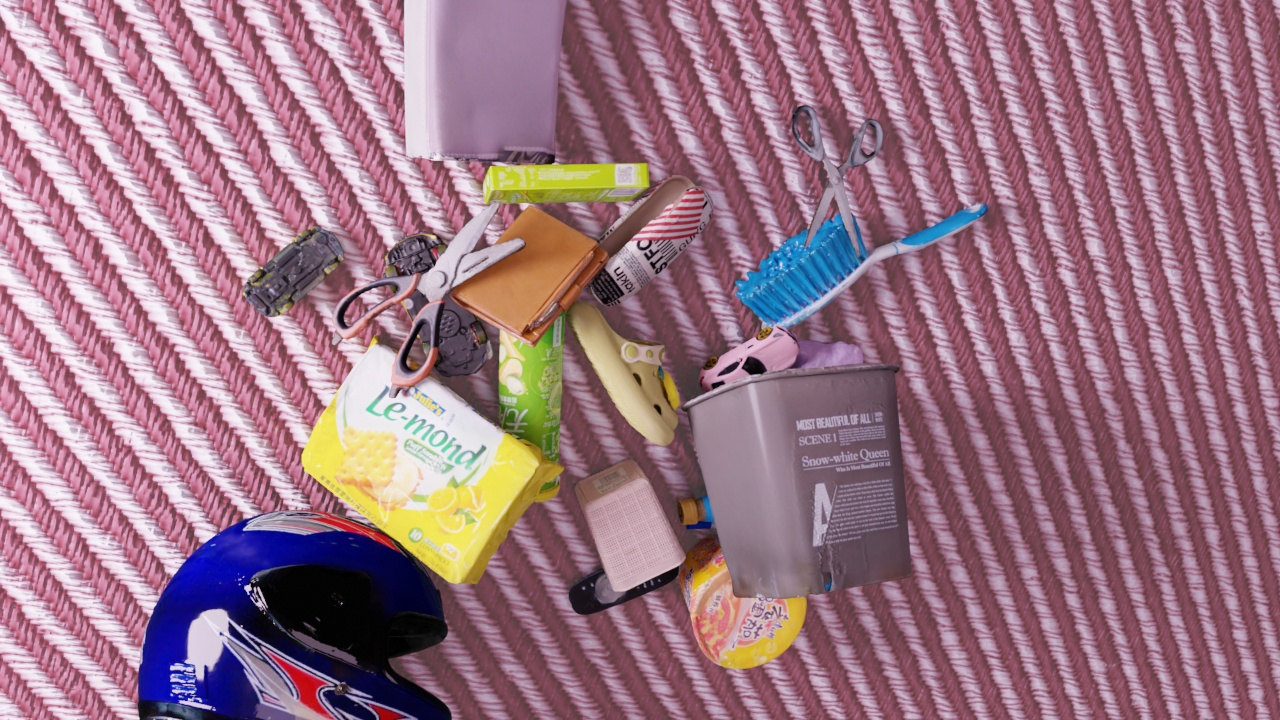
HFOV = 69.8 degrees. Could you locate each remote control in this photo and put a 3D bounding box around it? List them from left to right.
[{"bbox_3d":[-0.020,0.262,1.094,0.136,0.024,0.053,-19,111,-7],"label":"remote control"}]

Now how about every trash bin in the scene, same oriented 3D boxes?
[{"bbox_3d":[0.172,0.129,0.968,0.198,0.199,0.219,-4,78,-22],"label":"trash bin"}]

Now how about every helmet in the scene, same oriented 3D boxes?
[{"bbox_3d":[-0.311,0.280,0.907,0.315,0.248,0.239,26,54,-14],"label":"helmet"}]

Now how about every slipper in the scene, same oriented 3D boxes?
[{"bbox_3d":[-0.006,0.006,0.994,0.081,0.091,0.190,-35,107,-5],"label":"slipper"}]

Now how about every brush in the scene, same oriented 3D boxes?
[{"bbox_3d":[0.255,-0.127,1.044,0.314,0.060,0.109,-36,116,-4],"label":"brush"}]

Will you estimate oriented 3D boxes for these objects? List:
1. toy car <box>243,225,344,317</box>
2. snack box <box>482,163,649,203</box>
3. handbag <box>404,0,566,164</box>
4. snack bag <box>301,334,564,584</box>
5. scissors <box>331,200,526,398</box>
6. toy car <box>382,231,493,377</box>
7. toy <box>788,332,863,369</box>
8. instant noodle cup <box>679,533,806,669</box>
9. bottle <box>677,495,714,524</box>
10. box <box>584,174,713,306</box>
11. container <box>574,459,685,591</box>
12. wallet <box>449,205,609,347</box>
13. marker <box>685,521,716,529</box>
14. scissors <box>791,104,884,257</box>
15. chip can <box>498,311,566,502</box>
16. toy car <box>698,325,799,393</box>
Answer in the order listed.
[{"bbox_3d":[-0.343,-0.088,0.909,0.105,0.032,0.048,-45,111,-11],"label":"toy car"},{"bbox_3d":[-0.077,-0.177,0.922,0.156,0.086,0.026,-4,91,-13],"label":"snack box"},{"bbox_3d":[-0.146,-0.288,0.868,0.144,0.098,0.197,-4,106,-30],"label":"handbag"},{"bbox_3d":[-0.219,0.103,0.939,0.246,0.068,0.158,34,94,10],"label":"snack bag"},{"bbox_3d":[-0.210,-0.060,0.896,0.190,0.015,0.221,10,93,13],"label":"scissors"},{"bbox_3d":[-0.208,-0.055,0.946,0.071,0.041,0.156,-24,104,-4],"label":"toy car"},{"bbox_3d":[0.211,0.007,1.075,0.108,0.039,0.084,2,122,-18],"label":"toy"},{"bbox_3d":[0.112,0.274,1.086,0.138,0.110,0.138,-4,107,-14],"label":"instant noodle cup"},{"bbox_3d":[0.152,0.167,1.091,0.218,0.065,0.065,-6,106,-12],"label":"bottle"},{"bbox_3d":[0.002,-0.130,0.984,0.163,0.081,0.075,-46,142,0],"label":"box"},{"bbox_3d":[-0.016,0.183,1.040,0.090,0.090,0.111,-24,107,-7],"label":"container"},{"bbox_3d":[-0.110,-0.087,0.921,0.108,0.031,0.131,30,68,17],"label":"wallet"},{"bbox_3d":[0.126,0.197,1.118,0.145,0.017,0.017,1,105,-15],"label":"marker"},{"bbox_3d":[0.211,-0.202,1.001,0.159,0.014,0.180,43,73,-7],"label":"scissors"},{"bbox_3d":[-0.118,0.037,0.980,0.072,0.072,0.221,0,105,-15],"label":"chip can"},{"bbox_3d":[0.122,0.007,1.034,0.123,0.037,0.056,-31,127,22],"label":"toy car"}]
